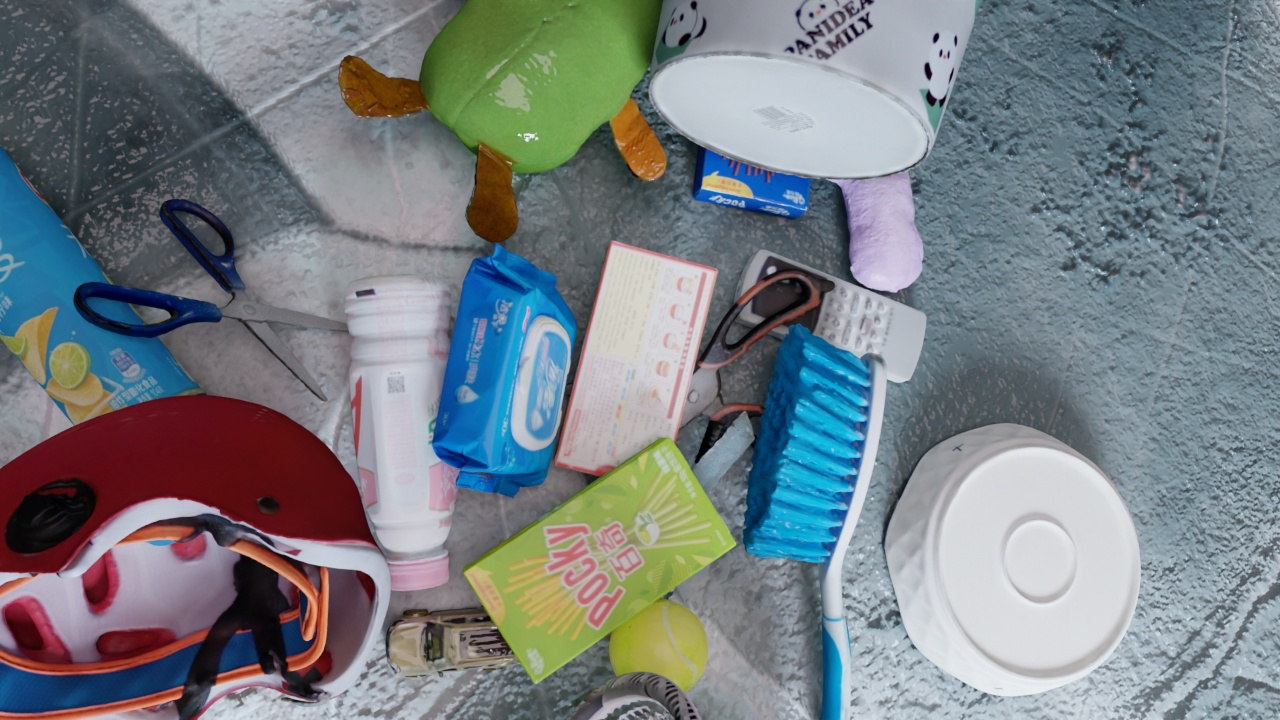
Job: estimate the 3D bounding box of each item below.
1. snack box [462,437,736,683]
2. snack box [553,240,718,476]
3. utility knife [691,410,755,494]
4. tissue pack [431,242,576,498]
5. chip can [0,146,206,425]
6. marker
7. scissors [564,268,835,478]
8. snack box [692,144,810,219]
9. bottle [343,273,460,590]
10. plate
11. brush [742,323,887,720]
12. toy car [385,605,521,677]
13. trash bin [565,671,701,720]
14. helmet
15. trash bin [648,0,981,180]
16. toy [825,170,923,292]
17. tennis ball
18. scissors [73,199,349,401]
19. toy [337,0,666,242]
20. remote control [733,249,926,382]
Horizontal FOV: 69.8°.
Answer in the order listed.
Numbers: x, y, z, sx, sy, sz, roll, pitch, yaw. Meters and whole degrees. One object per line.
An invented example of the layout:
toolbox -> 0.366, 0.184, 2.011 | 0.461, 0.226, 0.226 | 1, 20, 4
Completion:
snack box -> -0.025, 0.125, 0.587 | 0.156, 0.026, 0.086 | -32, 94, -12
snack box -> -0.004, 0.004, 0.625 | 0.077, 0.027, 0.155 | 15, 88, -6
utility knife -> 0.003, 0.119, 0.620 | 0.033, 0.015, 0.219 | 42, 87, 2
tissue pack -> -0.082, 0.008, 0.591 | 0.052, 0.095, 0.157 | 6, 80, 20
chip can -> -0.355, -0.041, 0.546 | 0.071, 0.071, 0.210 | -39, 93, -15
marker -> 0.035, 0.105, 0.639 | 0.022, 0.018, 0.130 | 20, 89, -14
scissors -> 0.057, 0.017, 0.655 | 0.226, 0.015, 0.189 | 15, 90, -11
snack box -> 0.091, -0.191, 0.694 | 0.084, 0.026, 0.157 | 9, 81, -12
bottle -> -0.150, 0.046, 0.589 | 0.068, 0.068, 0.197 | -3, 87, -14
plate -> 0.287, 0.150, 0.689 | 0.204, 0.046, 0.204 | 2, 83, -14
brush -> 0.120, 0.139, 0.635 | 0.109, 0.060, 0.314 | 13, 89, -15
toy car -> -0.119, 0.182, 0.595 | 0.090, 0.035, 0.042 | -1, 82, -11
trash bin -> 0.046, 0.324, 0.537 | 0.192, 0.228, 0.227 | 28, 77, -21
helmet -> -0.264, 0.106, 0.497 | 0.239, 0.207, 0.143 | -10, 50, -16
trash bin -> 0.125, -0.267, 0.591 | 0.229, 0.230, 0.251 | 15, 85, -11
toy -> 0.181, -0.104, 0.698 | 0.083, 0.039, 0.108 | -8, 87, -14
tennis ball -> 0.012, 0.191, 0.608 | 0.065, 0.065, 0.065 | 2, 83, -13
scissors -> -0.258, -0.038, 0.571 | 0.175, 0.012, 0.162 | -5, 57, -45
toy -> -0.070, -0.204, 0.626 | 0.227, 0.090, 0.246 | 46, 72, -5
remote control -> 0.143, -0.033, 0.690 | 0.150, 0.021, 0.058 | 19, 79, -11
